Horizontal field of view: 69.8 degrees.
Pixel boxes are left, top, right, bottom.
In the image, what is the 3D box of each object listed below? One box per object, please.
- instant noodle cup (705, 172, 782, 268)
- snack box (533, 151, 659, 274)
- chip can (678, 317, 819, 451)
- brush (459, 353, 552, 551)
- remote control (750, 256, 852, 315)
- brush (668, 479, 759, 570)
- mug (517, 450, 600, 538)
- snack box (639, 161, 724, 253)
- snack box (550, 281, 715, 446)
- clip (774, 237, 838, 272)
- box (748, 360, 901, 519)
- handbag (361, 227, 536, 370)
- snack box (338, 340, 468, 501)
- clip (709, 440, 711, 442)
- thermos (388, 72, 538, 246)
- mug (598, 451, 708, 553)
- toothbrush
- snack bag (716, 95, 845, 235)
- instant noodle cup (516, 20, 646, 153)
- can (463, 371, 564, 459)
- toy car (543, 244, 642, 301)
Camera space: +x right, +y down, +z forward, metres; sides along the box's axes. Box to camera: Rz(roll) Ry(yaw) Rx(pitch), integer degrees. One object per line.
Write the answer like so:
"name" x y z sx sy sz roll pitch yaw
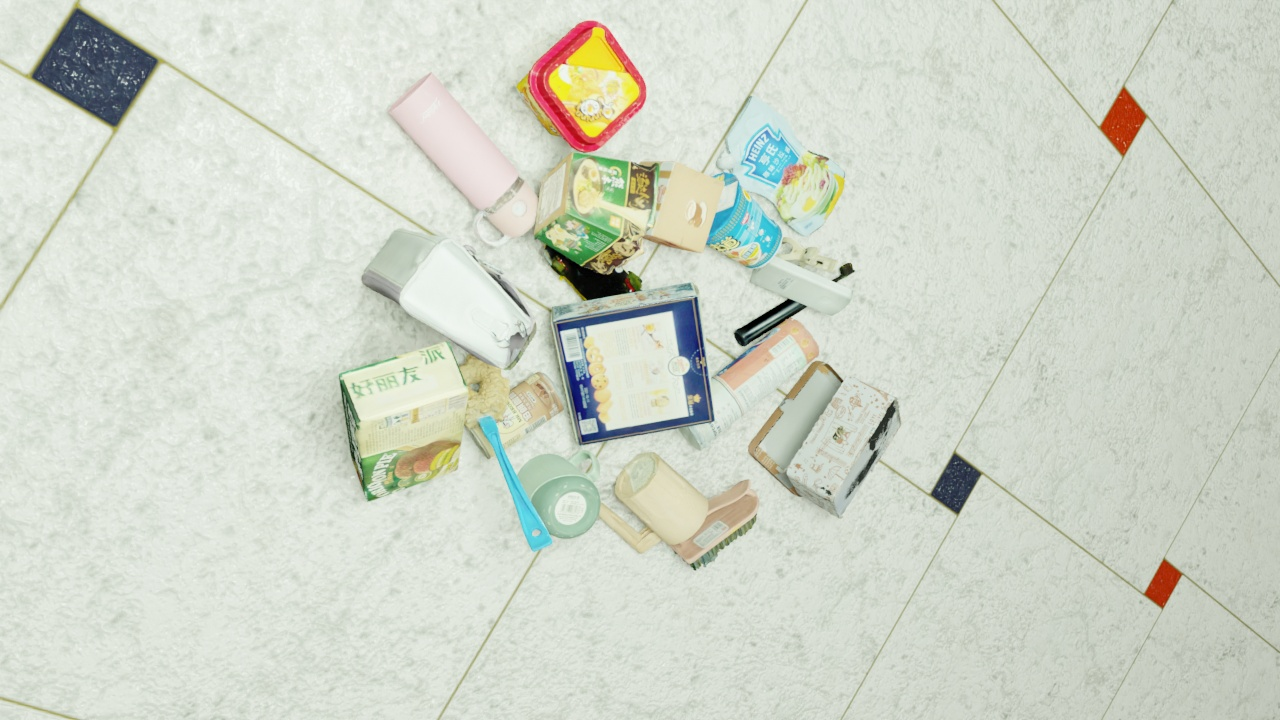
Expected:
"instant noodle cup" 0.125 -0.174 1.199 0.110 0.099 0.099 30 87 -37
"snack box" -0.056 -0.176 1.049 0.105 0.118 0.117 18 67 -30
"chip can" 0.143 0.030 1.252 0.214 0.071 0.071 -37 115 -10
"brush" -0.161 0.103 1.059 0.083 0.046 0.254 -21 68 -14
"remote control" 0.223 -0.102 1.261 0.135 0.056 0.019 21 60 -12
"brush" 0.108 0.227 1.294 0.145 0.063 0.073 -32 124 -17
"mug" -0.093 0.162 1.155 0.111 0.106 0.082 -45 116 -12
"snack box" 0.038 -0.192 1.144 0.077 0.094 0.093 16 94 -29
"snack box" -0.007 0.007 1.148 0.182 0.045 0.178 -10 116 -1
"clip" 0.229 -0.138 1.250 0.076 0.103 0.034 28 86 -40
"box" 0.266 0.108 1.337 0.181 0.158 0.148 -55 154 -10
"handbag" -0.205 -0.072 0.993 0.145 0.197 0.098 42 81 -28
"snack box" -0.254 0.072 0.990 0.114 0.241 0.063 -19 70 -21
"clip" 0.097 0.092 1.286 0.024 0.028 0.056 43 71 -30
"thermos" -0.199 -0.219 1.038 0.087 0.067 0.198 -44 118 -6
"mug" 0.012 0.196 1.239 0.125 0.084 0.103 -37 117 15
"toothbrush" 0.223 -0.083 1.301 0.212 0.026 0.027 -32 112 -17
"snack bag" 0.190 -0.259 1.239 0.191 0.039 0.110 32 98 -28
"instant noodle cup" -0.075 -0.308 1.044 0.116 0.124 0.116 -46 117 -11
"can" -0.154 0.067 1.129 0.116 0.058 0.058 -34 114 -15
"toy car" -0.059 -0.109 1.145 0.071 0.041 0.156 -49 117 -9
